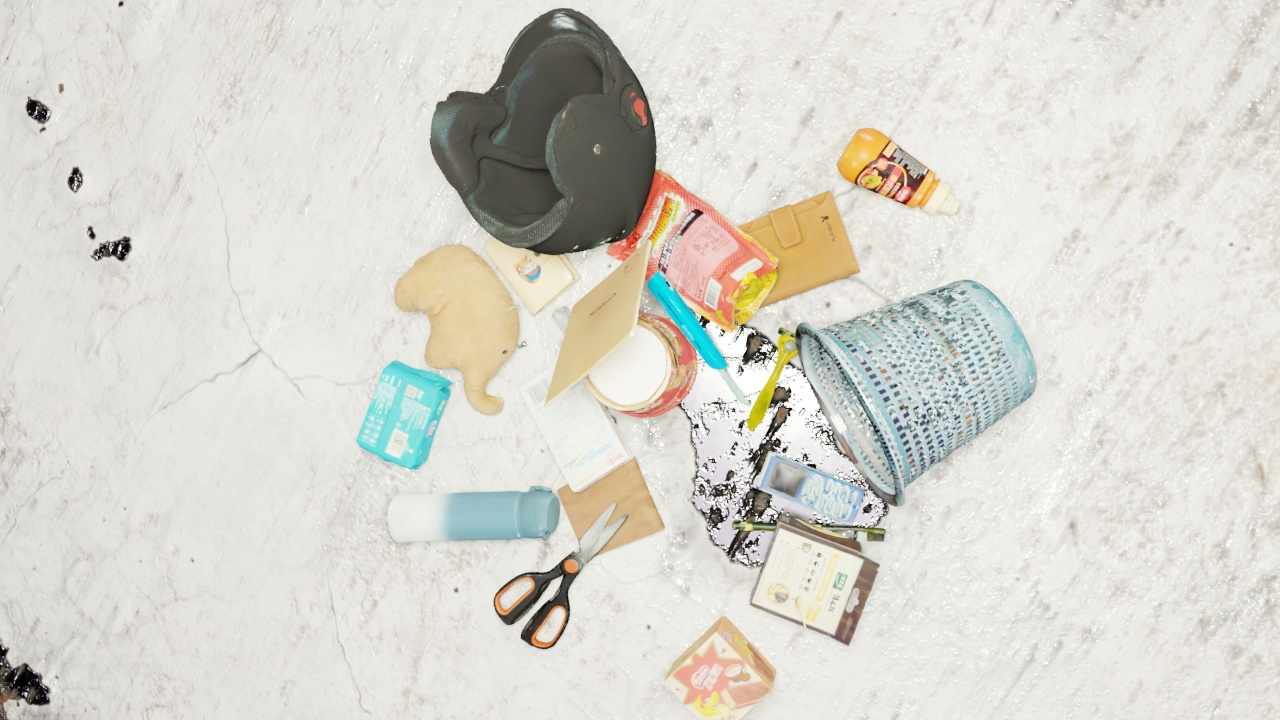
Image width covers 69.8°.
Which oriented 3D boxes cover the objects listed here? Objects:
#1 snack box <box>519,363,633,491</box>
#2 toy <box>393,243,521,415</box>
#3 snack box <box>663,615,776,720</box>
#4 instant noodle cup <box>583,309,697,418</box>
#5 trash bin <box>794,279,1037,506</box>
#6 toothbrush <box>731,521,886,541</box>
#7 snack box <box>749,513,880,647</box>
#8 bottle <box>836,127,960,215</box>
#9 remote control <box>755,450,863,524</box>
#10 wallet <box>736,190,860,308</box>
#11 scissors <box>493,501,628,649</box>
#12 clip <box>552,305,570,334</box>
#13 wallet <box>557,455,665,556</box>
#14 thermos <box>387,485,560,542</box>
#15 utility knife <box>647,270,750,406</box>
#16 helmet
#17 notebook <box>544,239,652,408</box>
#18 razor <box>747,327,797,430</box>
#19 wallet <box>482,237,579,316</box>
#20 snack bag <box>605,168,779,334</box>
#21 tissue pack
[{"bbox_3d":[-0.083,0.079,1.168,0.085,0.027,0.156,-33,75,10],"label":"snack box"},{"bbox_3d":[-0.220,-0.041,1.186,0.143,0.082,0.226,-29,88,15],"label":"toy"},{"bbox_3d":[0.098,0.384,1.116,0.094,0.077,0.093,46,100,9],"label":"snack box"},{"bbox_3d":[-0.007,0.007,1.119,0.138,0.108,0.138,0,91,12],"label":"instant noodle cup"},{"bbox_3d":[0.310,0.018,1.011,0.195,0.226,0.226,-27,85,-1],"label":"trash bin"},{"bbox_3d":[0.205,0.209,1.124,0.186,0.012,0.017,0,102,12],"label":"toothbrush"},{"bbox_3d":[0.207,0.261,1.097,0.126,0.053,0.113,20,102,9],"label":"snack box"},{"bbox_3d":[0.306,-0.213,1.075,0.149,0.066,0.067,31,97,4],"label":"bottle"},{"bbox_3d":[0.206,0.155,1.117,0.125,0.024,0.049,22,95,10],"label":"remote control"},{"bbox_3d":[0.187,-0.135,1.115,0.132,0.031,0.108,-19,88,12],"label":"wallet"},{"bbox_3d":[-0.085,0.282,1.182,0.234,0.021,0.161,-25,92,12],"label":"scissors"},{"bbox_3d":[-0.093,-0.043,1.184,0.024,0.026,0.056,-23,95,16],"label":"clip"},{"bbox_3d":[-0.039,0.189,1.175,0.115,0.020,0.101,-24,86,15],"label":"wallet"},{"bbox_3d":[-0.215,0.201,1.192,0.221,0.070,0.070,-4,90,12],"label":"thermos"},{"bbox_3d":[0.074,-0.023,1.124,0.018,0.034,0.203,-42,100,-30],"label":"utility knife"},{"bbox_3d":[-0.091,-0.256,1.077,0.234,0.230,0.274,14,87,36],"label":"helmet"},{"bbox_3d":[-0.047,-0.047,1.072,0.008,0.207,0.148,40,121,-20],"label":"notebook"},{"bbox_3d":[0.162,0.027,1.126,0.043,0.028,0.132,26,98,7],"label":"razor"},{"bbox_3d":[-0.140,-0.129,1.191,0.087,0.024,0.115,-38,82,9],"label":"wallet"},{"bbox_3d":[0.062,-0.132,1.117,0.208,0.073,0.129,38,110,24],"label":"snack bag"},{"bbox_3d":[-0.312,0.072,1.218,0.093,0.050,0.133,23,95,13],"label":"tissue pack"}]
